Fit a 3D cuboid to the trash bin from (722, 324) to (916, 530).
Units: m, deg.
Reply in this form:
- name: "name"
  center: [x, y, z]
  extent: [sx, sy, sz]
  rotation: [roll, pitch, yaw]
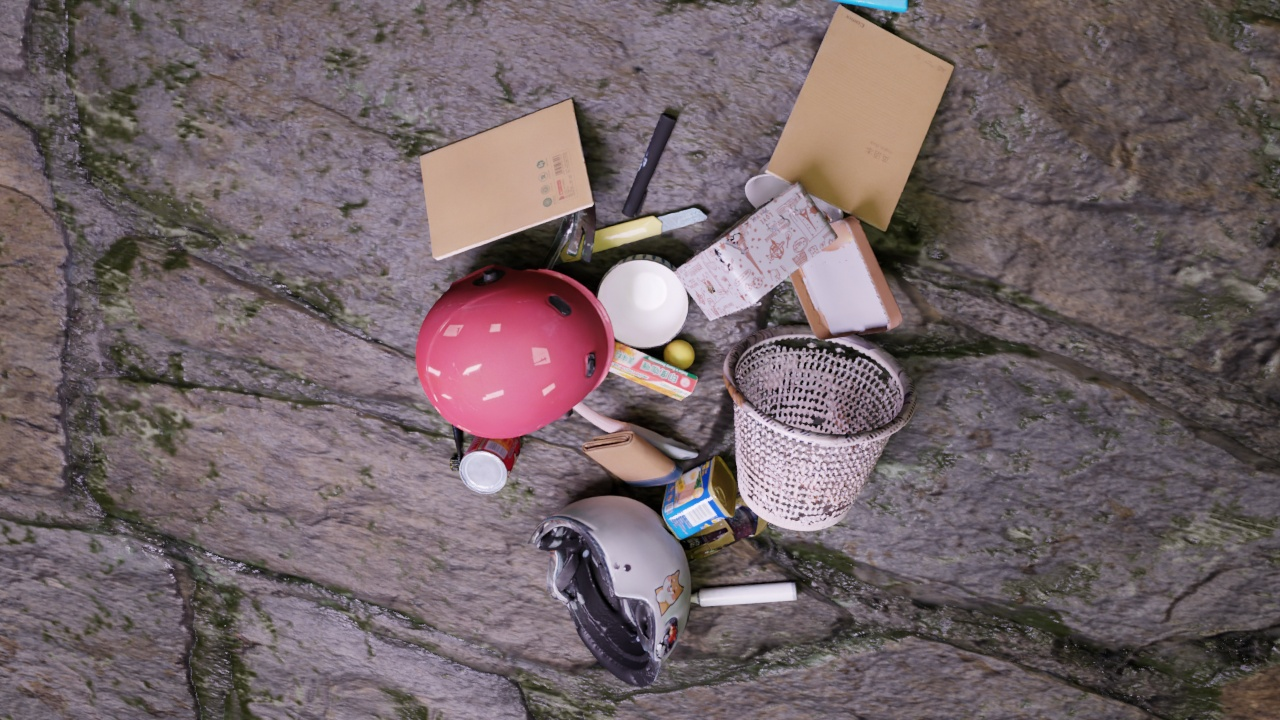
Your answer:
- name: "trash bin"
  center: [0.206, 0.095, 1.136]
  extent: [0.227, 0.226, 0.192]
  rotation: [7, 126, 4]

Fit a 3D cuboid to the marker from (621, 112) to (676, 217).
- name: "marker"
  center: [0.010, -0.234, 1.108]
  extent: [0.022, 0.020, 0.132]
  rotation: [16, 116, -18]

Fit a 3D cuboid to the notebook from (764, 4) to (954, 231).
- name: "notebook"
  center: [0.244, -0.267, 1.011]
  extent: [0.149, 0.012, 0.211]
  rotation: [25, 82, -6]

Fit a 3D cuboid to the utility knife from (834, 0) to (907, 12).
- name: "utility knife"
  center: [0.193, -0.414, 1.009]
  extent: [0.204, 0.018, 0.034]
  rotation: [10, 115, 4]

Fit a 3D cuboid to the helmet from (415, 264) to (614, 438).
- name: "helmet"
  center: [-0.161, 0.002, 1.079]
  extent: [0.241, 0.143, 0.207]
  rotation: [-15, 111, 31]

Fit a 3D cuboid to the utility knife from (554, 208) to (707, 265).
- name: "utility knife"
  center: [-0.018, -0.156, 1.145]
  extent: [0.207, 0.021, 0.031]
  rotation: [-12, 115, 19]

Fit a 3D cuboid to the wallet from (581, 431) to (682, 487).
- name: "wallet"
  center: [-0.011, 0.133, 1.227]
  extent: [0.090, 0.033, 0.115]
  rotation: [-13, 144, 35]

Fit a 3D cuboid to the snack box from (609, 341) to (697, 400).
- name: "snack box"
  center: [-0.007, 0.007, 1.184]
  extent: [0.156, 0.077, 0.027]
  rotation: [23, 78, -3]

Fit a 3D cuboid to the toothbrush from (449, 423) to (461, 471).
- name: "toothbrush"
  center: [-0.257, 0.061, 1.266]
  extent: [0.027, 0.026, 0.213]
  rotation: [-1, 114, -7]

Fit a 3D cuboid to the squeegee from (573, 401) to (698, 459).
- name: "squeegee"
  center: [-0.026, 0.083, 1.214]
  extent: [0.249, 0.040, 0.248]
  rotation: [29, 140, -20]

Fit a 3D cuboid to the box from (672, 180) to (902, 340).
- name: "box"
  center: [0.168, -0.080, 1.044]
  extent: [0.156, 0.183, 0.193]
  rotation: [-36, 95, -12]

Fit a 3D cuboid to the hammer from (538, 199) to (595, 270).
- name: "hammer"
  center: [-0.140, -0.078, 1.156]
  extent: [0.031, 0.126, 0.324]
  rotation: [14, 125, -30]

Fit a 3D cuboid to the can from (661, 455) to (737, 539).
- name: "can"
  center: [0.079, 0.185, 1.238]
  extent: [0.083, 0.101, 0.057]
  rotation: [-30, 106, 21]

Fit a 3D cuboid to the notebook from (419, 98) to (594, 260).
- name: "notebook"
  center: [-0.164, -0.216, 1.094]
  extent: [0.208, 0.008, 0.147]
  rotation: [-17, 69, 14]

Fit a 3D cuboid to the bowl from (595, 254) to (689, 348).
- name: "bowl"
  center: [0.005, -0.080, 1.150]
  extent: [0.116, 0.066, 0.116]
  rotation: [2, 113, 5]

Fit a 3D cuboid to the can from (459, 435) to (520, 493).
- name: "can"
  center: [-0.203, 0.130, 1.251]
  extent: [0.066, 0.093, 0.067]
  rotation: [3, 114, 6]

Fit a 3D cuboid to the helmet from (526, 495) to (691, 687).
- name: "helmet"
  center: [-0.019, 0.294, 1.257]
  extent: [0.230, 0.156, 0.274]
  rotation: [13, 132, 48]

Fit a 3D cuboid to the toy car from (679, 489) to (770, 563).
- name: "toy car"
  center: [0.112, 0.231, 1.287]
  extent: [0.158, 0.042, 0.070]
  rotation: [-29, 107, 15]

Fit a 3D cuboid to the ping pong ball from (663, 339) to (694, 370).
- name: "ping pong ball"
  center: [0.050, -0.007, 1.190]
  extent: [0.040, 0.040, 0.040]
  rotation: [3, 113, 6]

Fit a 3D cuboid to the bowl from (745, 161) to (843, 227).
- name: "bowl"
  center: [0.188, -0.207, 1.065]
  extent: [0.118, 0.118, 0.064]
  rotation: [25, 76, -4]

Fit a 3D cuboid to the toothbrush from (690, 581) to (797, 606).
- name: "toothbrush"
  center: [0.117, 0.345, 1.342]
  extent: [0.221, 0.026, 0.026]
  rotation: [-7, 86, 10]
